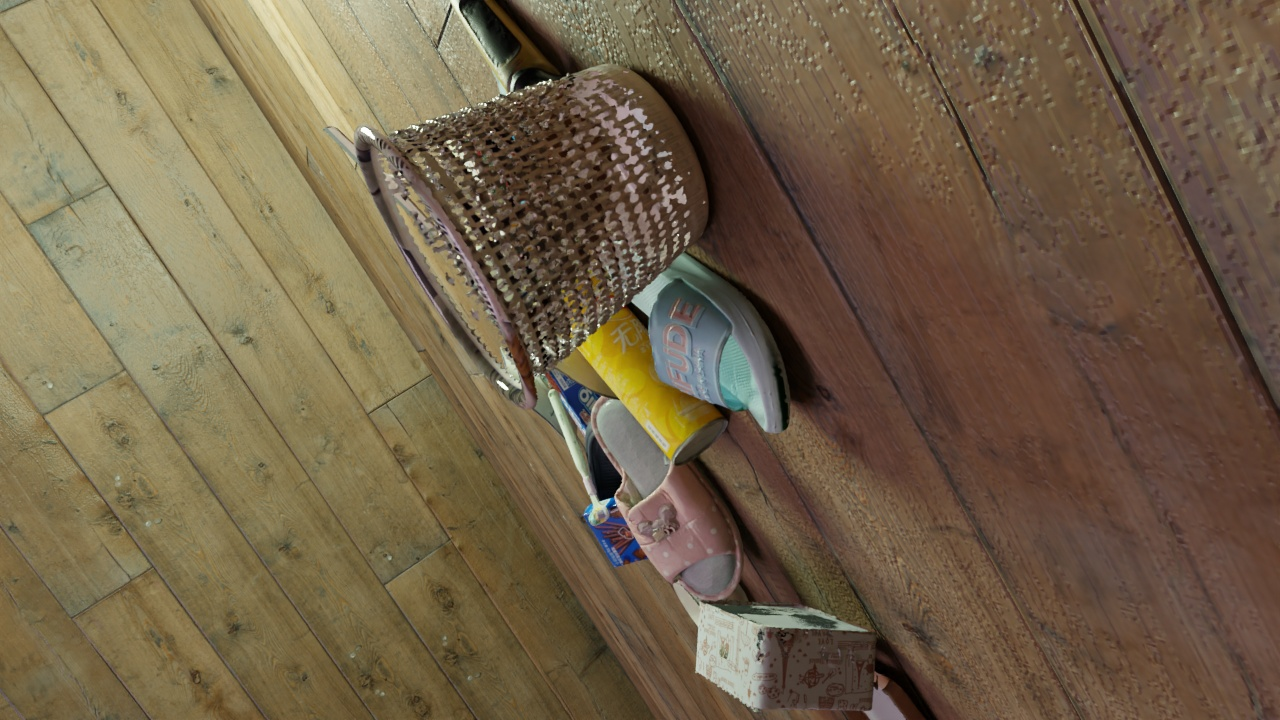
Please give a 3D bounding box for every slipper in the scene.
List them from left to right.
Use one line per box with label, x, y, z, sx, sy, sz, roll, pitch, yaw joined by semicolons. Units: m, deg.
slipper;-0.018;0.180;1.190;0.083;0.111;0.268;-86;-11;-46
slipper;0.025;0.157;1.062;0.274;0.114;0.054;60;-152;6
slipper;0.033;-0.029;0.755;0.245;0.074;0.104;45;159;38

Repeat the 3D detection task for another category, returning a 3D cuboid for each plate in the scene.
plate;-0.140;0.048;1.370;0.164;0.034;0.163;48;-173;-29
plate;-0.106;-0.053;1.055;0.265;0.034;0.162;45;-167;27

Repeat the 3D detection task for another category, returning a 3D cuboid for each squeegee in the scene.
squeegee;-0.351;-0.277;1.415;0.247;0.040;0.250;48;164;-32

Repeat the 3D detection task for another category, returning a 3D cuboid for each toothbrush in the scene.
toothbrush;-0.081;0.117;1.155;0.020;0.029;0.189;23;-141;-57

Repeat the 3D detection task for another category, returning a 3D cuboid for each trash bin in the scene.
trash bin;-0.067;-0.108;0.671;0.227;0.191;0.228;50;162;22

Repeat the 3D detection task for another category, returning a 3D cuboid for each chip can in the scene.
chip can;-0.005;0.005;0.926;0.213;0.072;0.072;50;162;21

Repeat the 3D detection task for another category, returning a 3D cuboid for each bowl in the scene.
bowl;0.102;0.323;1.227;0.116;0.066;0.117;50;163;21

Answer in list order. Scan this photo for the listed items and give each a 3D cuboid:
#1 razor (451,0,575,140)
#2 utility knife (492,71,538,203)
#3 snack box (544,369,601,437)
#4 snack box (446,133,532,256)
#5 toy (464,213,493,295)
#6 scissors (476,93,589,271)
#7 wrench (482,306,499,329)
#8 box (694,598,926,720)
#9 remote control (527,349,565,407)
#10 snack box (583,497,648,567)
razor;-0.110;-0.257;0.766;0.167;0.062;0.067;55;-164;22
utility knife;-0.127;-0.230;0.921;0.034;0.018;0.216;46;159;32
snack box;-0.082;0.034;1.217;0.207;0.057;0.058;57;166;-6
snack box;-0.178;-0.200;1.095;0.077;0.027;0.156;29;149;57
toy;-0.180;-0.123;1.206;0.105;0.066;0.157;-20;103;30
scissors;-0.105;-0.172;0.940;0.196;0.015;0.206;37;153;5
wrench;-0.166;-0.038;1.134;0.056;0.016;0.273;56;175;-1
box;0.193;0.327;0.945;0.273;0.125;0.179;31;167;-12
remote control;-0.133;0.014;1.295;0.135;0.019;0.056;51;164;8
snack box;0.015;0.199;1.134;0.157;0.026;0.084;-21;107;27
